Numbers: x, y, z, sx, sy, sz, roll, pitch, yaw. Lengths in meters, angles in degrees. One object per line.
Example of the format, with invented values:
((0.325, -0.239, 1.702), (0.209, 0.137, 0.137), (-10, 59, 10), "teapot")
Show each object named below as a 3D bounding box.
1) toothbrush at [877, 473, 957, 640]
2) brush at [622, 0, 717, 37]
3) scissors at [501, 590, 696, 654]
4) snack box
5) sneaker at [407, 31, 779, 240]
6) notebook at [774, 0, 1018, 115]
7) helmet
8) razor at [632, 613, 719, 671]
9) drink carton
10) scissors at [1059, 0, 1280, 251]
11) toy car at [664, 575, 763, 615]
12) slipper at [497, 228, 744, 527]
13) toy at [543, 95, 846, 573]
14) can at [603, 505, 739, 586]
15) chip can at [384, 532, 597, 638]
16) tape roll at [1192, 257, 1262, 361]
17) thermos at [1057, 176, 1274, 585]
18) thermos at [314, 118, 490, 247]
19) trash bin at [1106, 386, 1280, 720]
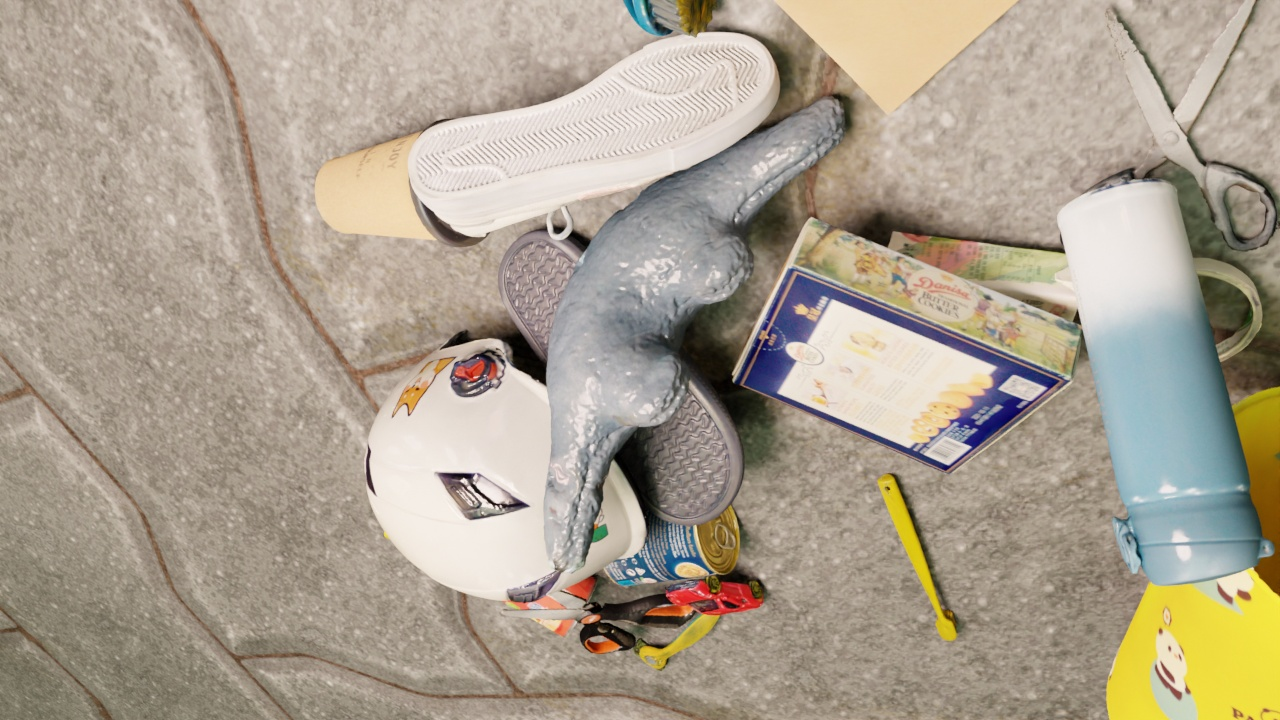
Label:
((0.242, 0.172, 0.793), (0.016, 0.016, 0.190), (-12, 118, 31), "toothbrush")
((0.007, -0.264, 0.535), (0.073, 0.055, 0.144), (20, 133, 28), "brush")
((-0.043, 0.254, 0.886), (0.224, 0.021, 0.205), (0, 143, -27), "scissors")
((0.168, -0.002, 0.627), (0.182, 0.045, 0.178), (24, 155, 5), "snack box")
((-0.024, -0.135, 0.605), (0.242, 0.089, 0.091), (-17, 158, 4), "sneaker")
((0.164, -0.257, 0.501), (0.149, 0.012, 0.212), (42, 130, -9), "notebook")
((-0.134, 0.106, 0.760), (0.274, 0.156, 0.230), (23, 143, 51), "helmet")
((0.042, 0.291, 0.962), (0.043, 0.028, 0.133), (40, 128, -5), "razor")
((0.224, -0.049, 0.609), (0.123, 0.045, 0.054), (10, 144, 17), "drink carton")
((0.313, -0.125, 0.535), (0.159, 0.014, 0.182), (26, 132, 1), "scissors")
((0.069, 0.223, 0.865), (0.049, 0.031, 0.106), (-26, 146, 38), "toy car")
((-0.004, 0.004, 0.737), (0.111, 0.083, 0.268), (-39, 87, 29), "slipper")
((0.005, -0.030, 0.623), (0.138, 0.356, 0.091), (31, -177, 40), "toy")
((0.024, 0.164, 0.838), (0.111, 0.075, 0.075), (-16, 117, 32), "can")
((-0.152, 0.202, 0.946), (0.216, 0.073, 0.073), (30, 131, -1), "chip can")
((0.347, -0.028, 0.588), (0.086, 0.013, 0.086), (11, 136, 11), "tape roll")
((0.285, 0.011, 0.510), (0.070, 0.220, 0.070), (-4, 165, -1), "thermos")
((-0.175, -0.131, 0.695), (0.143, 0.092, 0.093), (2, 126, 31), "thermos")
((0.438, 0.184, 0.592), (0.230, 0.228, 0.256), (12, 134, 14), "trash bin")
